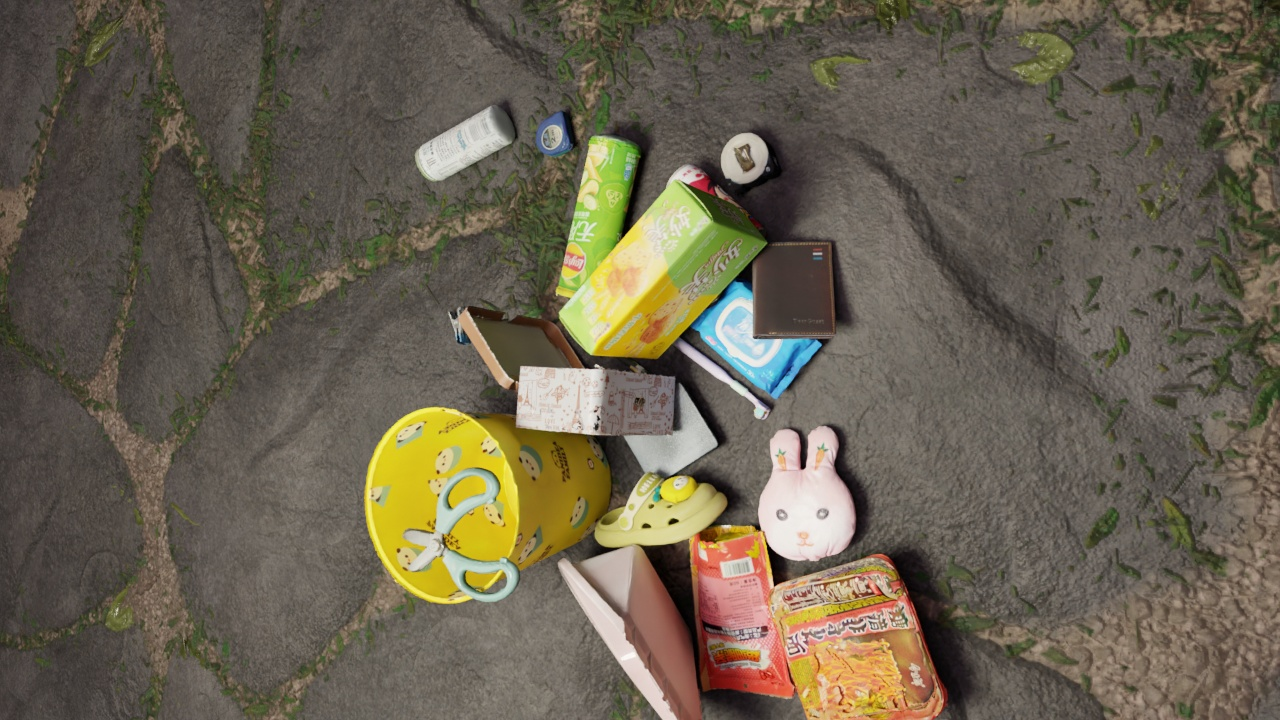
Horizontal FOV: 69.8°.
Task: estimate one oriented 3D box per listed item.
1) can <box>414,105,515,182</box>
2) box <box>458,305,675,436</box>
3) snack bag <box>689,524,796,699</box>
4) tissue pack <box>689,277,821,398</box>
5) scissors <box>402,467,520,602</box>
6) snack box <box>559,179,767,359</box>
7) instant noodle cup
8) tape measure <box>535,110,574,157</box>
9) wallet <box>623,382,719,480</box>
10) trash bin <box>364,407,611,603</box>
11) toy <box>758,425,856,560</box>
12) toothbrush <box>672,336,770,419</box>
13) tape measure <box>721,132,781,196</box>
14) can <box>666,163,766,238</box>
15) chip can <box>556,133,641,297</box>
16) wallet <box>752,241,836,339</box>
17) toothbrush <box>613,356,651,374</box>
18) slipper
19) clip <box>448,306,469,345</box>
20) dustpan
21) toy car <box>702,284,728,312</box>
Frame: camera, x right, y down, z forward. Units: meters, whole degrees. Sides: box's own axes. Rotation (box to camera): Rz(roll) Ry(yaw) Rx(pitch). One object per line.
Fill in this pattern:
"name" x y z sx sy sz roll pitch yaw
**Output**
"can" -0.254 -0.312 1.327 0.147 0.058 0.058 -20 81 27
"box" -0.096 0.024 1.159 0.274 0.178 0.124 29 102 33
"snack bag" 0.119 0.312 1.135 0.129 0.073 0.208 -8 92 33
"tissue pack" 0.136 -0.035 1.125 0.157 0.052 0.095 42 108 21
"scissors" -0.202 0.188 1.038 0.173 0.019 0.179 11 96 29
"snack box" 0.028 -0.096 1.054 0.210 0.157 0.070 -46 67 20
"instant noodle cup" 0.251 0.326 1.052 0.165 0.079 0.188 -23 78 26
"tape measure" -0.118 -0.311 1.274 0.055 0.025 0.058 -17 78 29
"wallet" 0.036 0.097 1.190 0.121 0.019 0.097 -37 79 32
"trash bin" -0.178 0.168 1.179 0.230 0.254 0.229 0 91 28
"toy" 0.196 0.159 1.098 0.121 0.054 0.159 -9 78 30
"toothbrush" 0.089 0.011 1.171 0.021 0.029 0.189 -41 65 -21
"tape measure" 0.133 -0.247 1.137 0.066 0.033 0.066 -25 79 24
"can" 0.093 -0.186 1.147 0.132 0.053 0.053 47 110 20
"chip can" -0.055 -0.186 1.215 0.073 0.072 0.221 16 98 27
"wallet" 0.181 -0.083 1.087 0.096 0.020 0.122 -1 70 8
"toothbrush" -0.007 0.007 1.225 0.186 0.017 0.012 34 107 26
"slipper" 0.014 0.186 1.164 0.191 0.091 0.081 -17 104 32
"clip" -0.268 -0.050 1.356 0.030 0.024 0.057 -19 77 23
"dustpan" -0.026 0.350 1.113 0.139 0.273 0.222 -23 108 11
"toy car" 0.057 -0.129 1.157 0.071 0.041 0.155 -47 52 21
